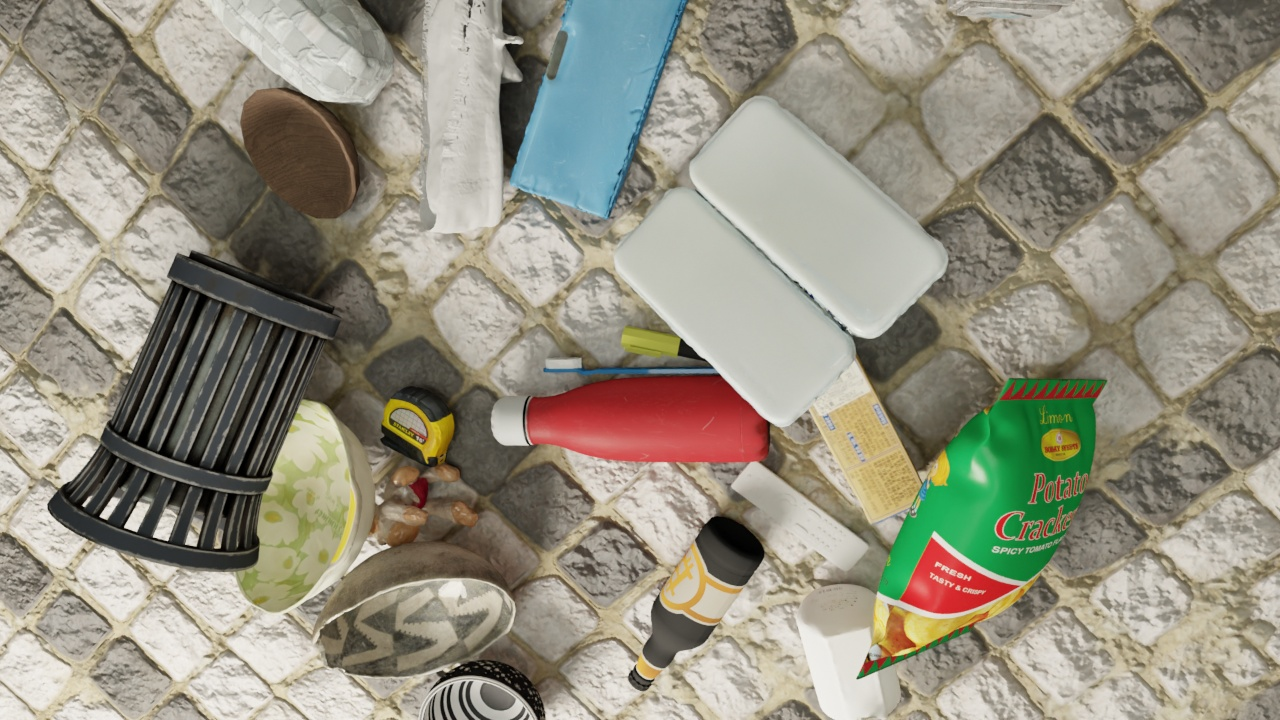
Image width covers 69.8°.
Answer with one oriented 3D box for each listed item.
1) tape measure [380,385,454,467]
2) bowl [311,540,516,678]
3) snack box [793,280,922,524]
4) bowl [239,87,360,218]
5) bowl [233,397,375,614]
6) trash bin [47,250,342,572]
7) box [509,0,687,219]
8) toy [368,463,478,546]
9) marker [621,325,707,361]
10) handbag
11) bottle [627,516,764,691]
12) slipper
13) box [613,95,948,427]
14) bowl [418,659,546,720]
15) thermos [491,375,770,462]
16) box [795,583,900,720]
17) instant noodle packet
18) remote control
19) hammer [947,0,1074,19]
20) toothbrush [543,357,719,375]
[{"bbox_3d":[-0.201,0.057,0.835,0.065,0.037,0.064,21,113,17],"label":"tape measure"},{"bbox_3d":[-0.207,0.216,0.842,0.178,0.081,0.179,-12,142,-10],"label":"bowl"},{"bbox_3d":[0.166,0.030,0.760,0.056,0.057,0.207,-27,98,14],"label":"snack box"},{"bbox_3d":[-0.280,-0.178,0.773,0.118,0.030,0.118,17,133,19],"label":"bowl"},{"bbox_3d":[-0.298,0.132,0.833,0.220,0.060,0.188,7,83,40],"label":"bowl"},{"bbox_3d":[-0.359,0.037,0.768,0.164,0.164,0.227,22,87,3],"label":"trash bin"},{"bbox_3d":[-0.029,-0.232,0.720,0.093,0.052,0.232,23,108,2],"label":"box"},{"bbox_3d":[-0.217,0.140,0.842,0.106,0.085,0.074,-30,77,25],"label":"toy"},{"bbox_3d":[0.045,-0.007,0.787,0.124,0.017,0.021,11,62,5],"label":"marker"},{"bbox_3d":[-0.259,-0.286,0.715,0.171,0.112,0.123,44,100,-4],"label":"handbag"},{"bbox_3d":[0.041,0.228,0.832,0.059,0.059,0.182,31,108,0],"label":"bottle"},{"bbox_3d":[-0.133,-0.224,0.729,0.112,0.074,0.247,18,108,44],"label":"slipper"},{"bbox_3d":[0.101,-0.079,0.710,0.189,0.037,0.209,-44,74,5],"label":"box"},{"bbox_3d":[-0.146,0.340,0.890,0.120,0.066,0.120,2,106,9],"label":"bowl"},{"bbox_3d":[-0.011,0.050,0.784,0.240,0.073,0.073,-1,105,10],"label":"thermos"},{"bbox_3d":[0.184,0.266,0.773,0.080,0.150,0.106,-16,105,1],"label":"box"},{"bbox_3d":[0.271,0.127,0.716,0.090,0.195,0.253,35,113,39],"label":"instant noodle packet"},{"bbox_3d":[0.141,0.137,0.814,0.131,0.012,0.033,37,106,-2],"label":"remote control"},{"bbox_3d":[0.152,-0.342,0.646,0.326,0.079,0.177,6,106,8],"label":"hammer"},{"bbox_3d":[-0.005,0.005,0.791,0.167,0.016,0.014,-1,98,16],"label":"toothbrush"}]
